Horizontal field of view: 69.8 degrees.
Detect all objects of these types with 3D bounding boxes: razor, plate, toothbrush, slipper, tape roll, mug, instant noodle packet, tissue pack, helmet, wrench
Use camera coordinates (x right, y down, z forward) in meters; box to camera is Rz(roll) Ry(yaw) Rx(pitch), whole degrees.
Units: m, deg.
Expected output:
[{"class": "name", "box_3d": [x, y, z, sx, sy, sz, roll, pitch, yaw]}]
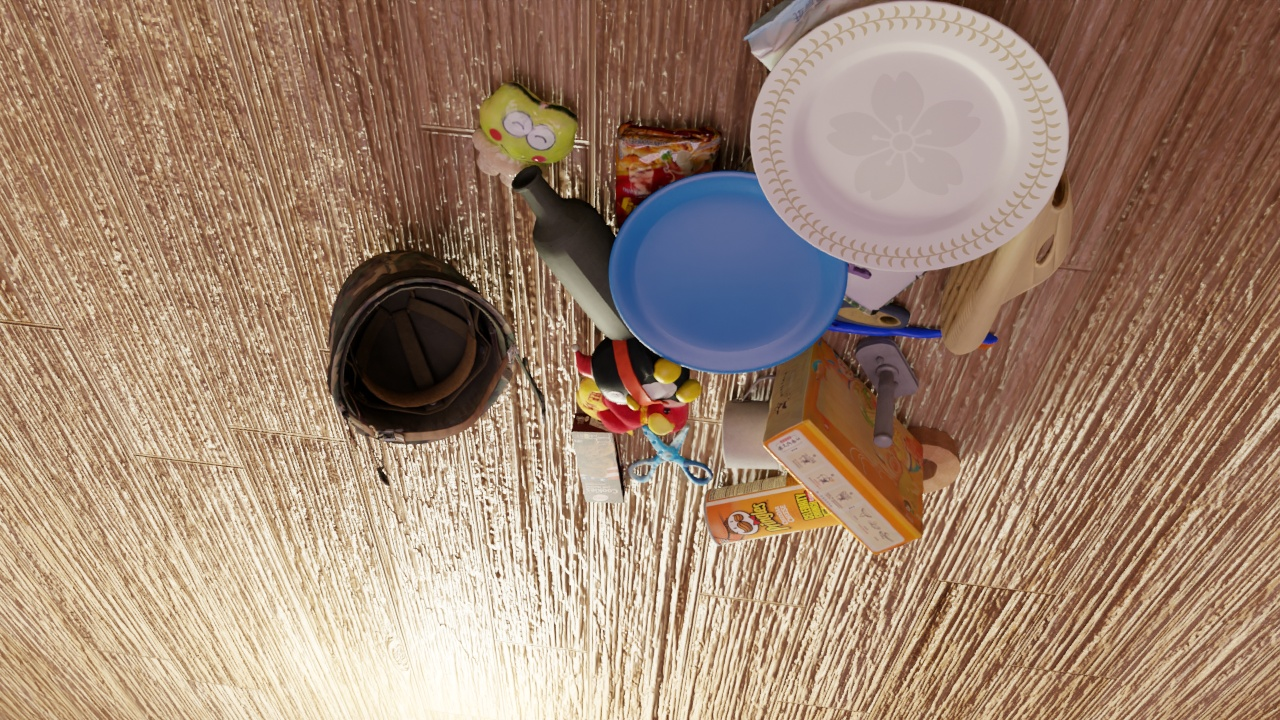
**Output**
[{"class": "razor", "box_3d": [0.262, 0.043, 0.982, 0.047, 0.116, 0.088, -15, 131, 32]}, {"class": "plate", "box_3d": [0.082, -0.082, 0.876, 0.224, 0.024, 0.225, 4, 128, 4]}, {"class": "plate", "box_3d": [0.209, -0.172, 0.734, 0.243, 0.016, 0.243, 13, 137, 12]}, {"class": "toothbrush", "box_3d": [0.286, -0.028, 0.978, 0.182, 0.016, 0.018, 5, 140, 5]}, {"class": "slipper", "box_3d": [0.343, -0.102, 0.830, 0.079, 0.111, 0.262, 10, 139, 3]}, {"class": "tape roll", "box_3d": [0.336, 0.122, 1.109, 0.094, 0.027, 0.094, 5, 135, 5]}, {"class": "mug", "box_3d": [0.134, 0.072, 1.067, 0.070, 0.084, 0.113, 0, 100, 13]}, {"class": "instant noodle packet", "box_3d": [0.025, -0.167, 0.870, 0.098, 0.039, 0.136, 2, 136, 2]}, {"class": "tissue pack", "box_3d": [0.185, -0.236, 0.751, 0.112, 0.069, 0.182, -30, 124, 35]}, {"class": "helmet", "box_3d": [-0.222, 0.005, 0.947, 0.192, 0.236, 0.225, -21, 125, -16]}, {"class": "wrench", "box_3d": [0.146, -0.069, 0.956, 0.273, 0.022, 0.074, 12, 136, -2]}]

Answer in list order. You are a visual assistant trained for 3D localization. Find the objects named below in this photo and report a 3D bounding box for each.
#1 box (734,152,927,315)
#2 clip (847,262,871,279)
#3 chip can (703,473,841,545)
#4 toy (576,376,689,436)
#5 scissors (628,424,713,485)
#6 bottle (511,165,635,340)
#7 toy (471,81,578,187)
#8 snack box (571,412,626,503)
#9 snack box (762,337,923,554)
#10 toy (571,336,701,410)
[{"class": "box", "box_3d": [0.185, -0.135, 0.868, 0.205, 0.050, 0.118, 29, 130, -19]}, {"class": "clip", "box_3d": [0.200, -0.089, 0.866, 0.050, 0.014, 0.046, -14, 132, 17]}, {"class": "chip can", "box_3d": [0.193, 0.180, 1.158, 0.215, 0.075, 0.075, -15, 130, 22]}, {"class": "toy", "box_3d": [-0.011, 0.055, 1.083, 0.137, 0.067, 0.106, 12, 142, 10]}, {"class": "scissors", "box_3d": [0.044, 0.127, 1.177, 0.134, 0.012, 0.134, 21, 133, -10]}, {"class": "bottle", "box_3d": [-0.057, -0.107, 0.906, 0.072, 0.071, 0.207, -16, 136, 24]}, {"class": "toy", "box_3d": [-0.112, -0.204, 0.852, 0.092, 0.046, 0.115, 23, 142, -20]}, {"class": "snack box", "box_3d": [-0.052, 0.127, 1.177, 0.051, 0.031, 0.141, 1, 135, 8]}, {"class": "snack box", "box_3d": [0.220, 0.095, 1.004, 0.081, 0.144, 0.195, -33, 112, 35]}, {"class": "toy", "box_3d": [-0.006, 0.006, 1.002, 0.119, 0.099, 0.097, -20, 150, 18]}]
